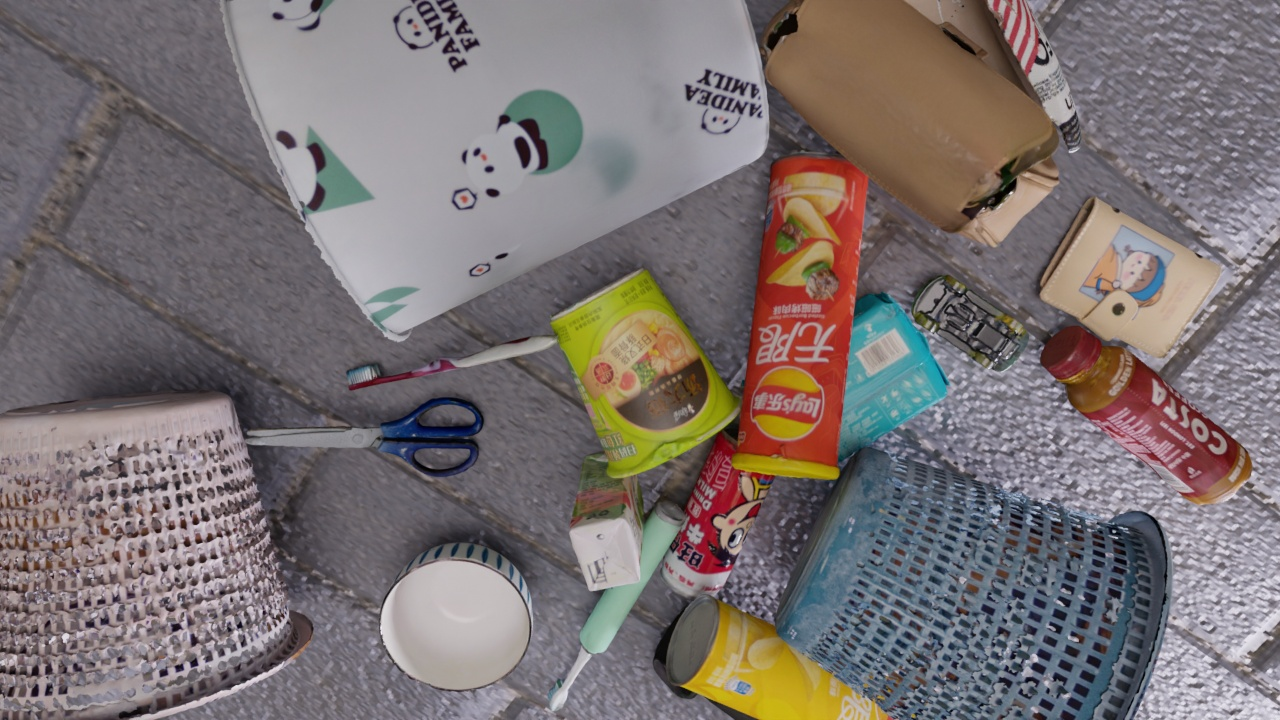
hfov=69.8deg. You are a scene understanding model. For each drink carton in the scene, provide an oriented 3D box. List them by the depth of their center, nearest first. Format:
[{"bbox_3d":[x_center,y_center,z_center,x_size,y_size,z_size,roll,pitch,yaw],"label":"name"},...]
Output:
[{"bbox_3d":[-0.024,0.114,0.678,0.045,0.122,0.053,-14,108,5],"label":"drink carton"}]

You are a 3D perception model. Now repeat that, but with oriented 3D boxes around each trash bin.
[{"bbox_3d":[-0.074,-0.164,0.552,0.252,0.229,0.229,-22,105,-1],"label":"trash bin"},{"bbox_3d":[0.210,0.165,0.636,0.195,0.226,0.227,26,105,11],"label":"trash bin"},{"bbox_3d":[-0.357,0.123,0.642,0.227,0.227,0.192,-4,94,0],"label":"trash bin"}]

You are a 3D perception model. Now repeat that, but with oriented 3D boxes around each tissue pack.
[{"bbox_3d":[0.154,0.017,0.689,0.133,0.050,0.093,-34,105,9],"label":"tissue pack"}]

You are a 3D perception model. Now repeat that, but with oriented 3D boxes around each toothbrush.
[{"bbox_3d":[-0.141,-0.001,0.668,0.188,0.016,0.017,-11,95,24],"label":"toothbrush"},{"bbox_3d":[-0.025,0.204,0.739,0.026,0.027,0.225,16,114,-28],"label":"toothbrush"}]

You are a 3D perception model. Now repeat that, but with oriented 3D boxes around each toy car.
[{"bbox_3d":[0.244,-0.028,0.684,0.091,0.036,0.043,32,104,-11],"label":"toy car"}]

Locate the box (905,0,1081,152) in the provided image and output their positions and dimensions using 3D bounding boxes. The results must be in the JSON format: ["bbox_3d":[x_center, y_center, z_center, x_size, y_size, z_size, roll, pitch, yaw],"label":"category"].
[{"bbox_3d":[0.231,-0.201,0.623,0.088,0.076,0.162,-28,108,35],"label":"box"}]

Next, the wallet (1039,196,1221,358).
[{"bbox_3d":[0.362,-0.058,0.686,0.115,0.024,0.087,26,99,-9],"label":"wallet"}]

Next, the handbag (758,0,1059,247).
[{"bbox_3d":[0.168,-0.161,0.571,0.204,0.147,0.100,41,114,7],"label":"handbag"}]

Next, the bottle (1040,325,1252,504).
[{"bbox_3d":[0.380,0.040,0.695,0.175,0.057,0.057,36,102,-11],"label":"bottle"}]

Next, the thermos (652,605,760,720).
[{"bbox_3d":[0.121,0.297,0.768,0.242,0.068,0.090,37,128,-9],"label":"thermos"}]

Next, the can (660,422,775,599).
[{"bbox_3d":[0.062,0.119,0.715,0.053,0.053,0.133,21,105,-7],"label":"can"}]

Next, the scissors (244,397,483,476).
[{"bbox_3d":[-0.200,0.047,0.681,0.174,0.012,0.108,28,96,-30],"label":"scissors"}]

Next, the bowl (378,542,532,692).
[{"bbox_3d":[-0.142,0.194,0.728,0.116,0.066,0.116,0,107,-2],"label":"bowl"}]

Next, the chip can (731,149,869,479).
[{"bbox_3d":[0.111,-0.029,0.626,0.073,0.073,0.216,9,83,-4],"label":"chip can"}]

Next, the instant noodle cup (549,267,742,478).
[{"bbox_3d":[-0.004,0.004,0.659,0.112,0.111,0.123,-28,97,7],"label":"instant noodle cup"}]

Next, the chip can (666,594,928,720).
[{"bbox_3d":[0.127,0.248,0.694,0.213,0.072,0.072,28,104,-14],"label":"chip can"}]
